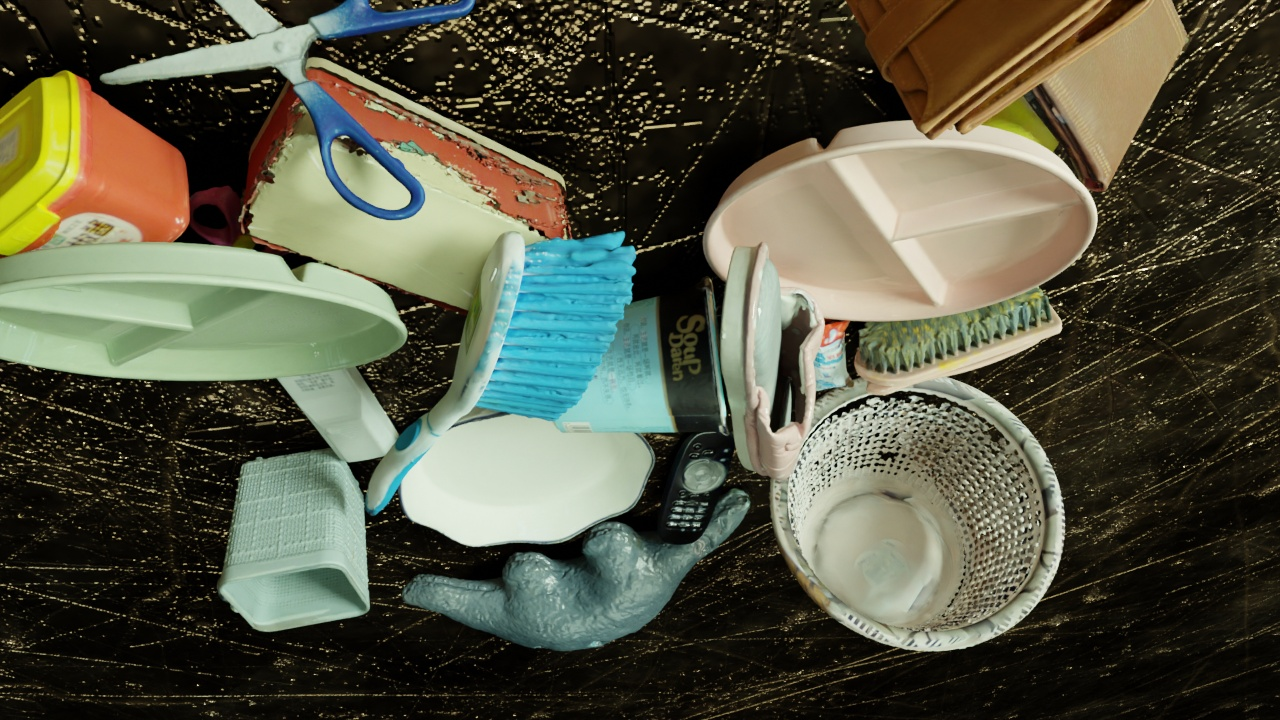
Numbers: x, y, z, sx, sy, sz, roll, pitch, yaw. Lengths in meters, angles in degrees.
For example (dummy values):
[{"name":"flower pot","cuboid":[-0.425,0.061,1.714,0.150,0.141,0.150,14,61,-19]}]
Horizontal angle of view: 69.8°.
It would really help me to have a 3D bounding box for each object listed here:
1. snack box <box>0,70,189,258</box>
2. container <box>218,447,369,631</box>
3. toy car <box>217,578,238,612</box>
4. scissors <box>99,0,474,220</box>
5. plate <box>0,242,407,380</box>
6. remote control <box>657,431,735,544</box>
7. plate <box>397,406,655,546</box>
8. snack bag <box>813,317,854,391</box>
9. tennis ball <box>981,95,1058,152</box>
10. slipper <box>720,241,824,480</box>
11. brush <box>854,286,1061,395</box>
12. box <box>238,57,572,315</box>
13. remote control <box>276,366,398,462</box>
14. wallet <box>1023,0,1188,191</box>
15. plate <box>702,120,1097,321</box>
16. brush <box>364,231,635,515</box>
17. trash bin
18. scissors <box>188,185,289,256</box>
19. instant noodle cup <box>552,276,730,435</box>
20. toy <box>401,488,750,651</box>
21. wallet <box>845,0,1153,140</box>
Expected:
[{"name":"snack box","cuboid":[-0.284,-0.086,0.463,0.091,0.082,0.080,-27,153,20]},{"name":"container","cuboid":[-0.265,0.137,0.717,0.090,0.111,0.090,-9,141,-4]},{"name":"toy car","cuboid":[-0.344,0.213,0.851,0.090,0.043,0.034,24,96,-31]},{"name":"scissors","cuboid":[-0.151,-0.141,0.422,0.162,0.012,0.176,-38,104,-10]},{"name":"plate","cuboid":[-0.247,-0.022,0.509,0.230,0.027,0.230,-4,170,-1]},{"name":"remote control","cuboid":[0.048,0.111,0.828,0.053,0.024,0.137,6,122,-15]},{"name":"plate","cuboid":[-0.094,0.086,0.754,0.205,0.045,0.205,-7,141,-6]},{"name":"snack bag","cuboid":[0.146,-0.004,0.721,0.048,0.026,0.104,-7,143,6]},{"name":"tennis ball","cuboid":[0.212,-0.138,0.536,0.065,0.065,0.066,-8,142,-6]},{"name":"slipper","cuboid":[0.094,0.009,0.627,0.054,0.114,0.274,6,157,15]},{"name":"brush","cuboid":[0.232,-0.017,0.691,0.146,0.063,0.073,-22,137,9]},{"name":"box","cuboid":[-0.124,-0.082,0.507,0.168,0.076,0.092,20,133,-35]},{"name":"remote control","cuboid":[-0.219,0.036,0.672,0.049,0.024,0.125,-11,141,2]},{"name":"wallet","cuboid":[0.246,-0.164,0.495,0.124,0.032,0.101,30,84,-40]},{"name":"plate","cuboid":[0.153,-0.079,0.567,0.229,0.028,0.230,3,160,1]},{"name":"brush","cuboid":[-0.102,0.025,0.578,0.109,0.060,0.315,4,145,-21]},{"name":"trash bin","cuboid":[0.224,0.149,0.805,0.227,0.227,0.192,-12,155,0]},{"name":"scissors","cuboid":[-0.227,-0.057,0.563,0.093,0.017,0.138,-9,147,-16]},{"name":"instant noodle cup","cuboid":[-0.004,0.004,0.636,0.120,0.111,0.111,-6,143,7]},{"name":"toy","cuboid":[-0.051,0.220,0.911,0.356,0.091,0.138,-19,114,6]},{"name":"wallet","cuboid":[0.156,-0.172,0.426,0.108,0.131,0.031,-34,133,27]}]
